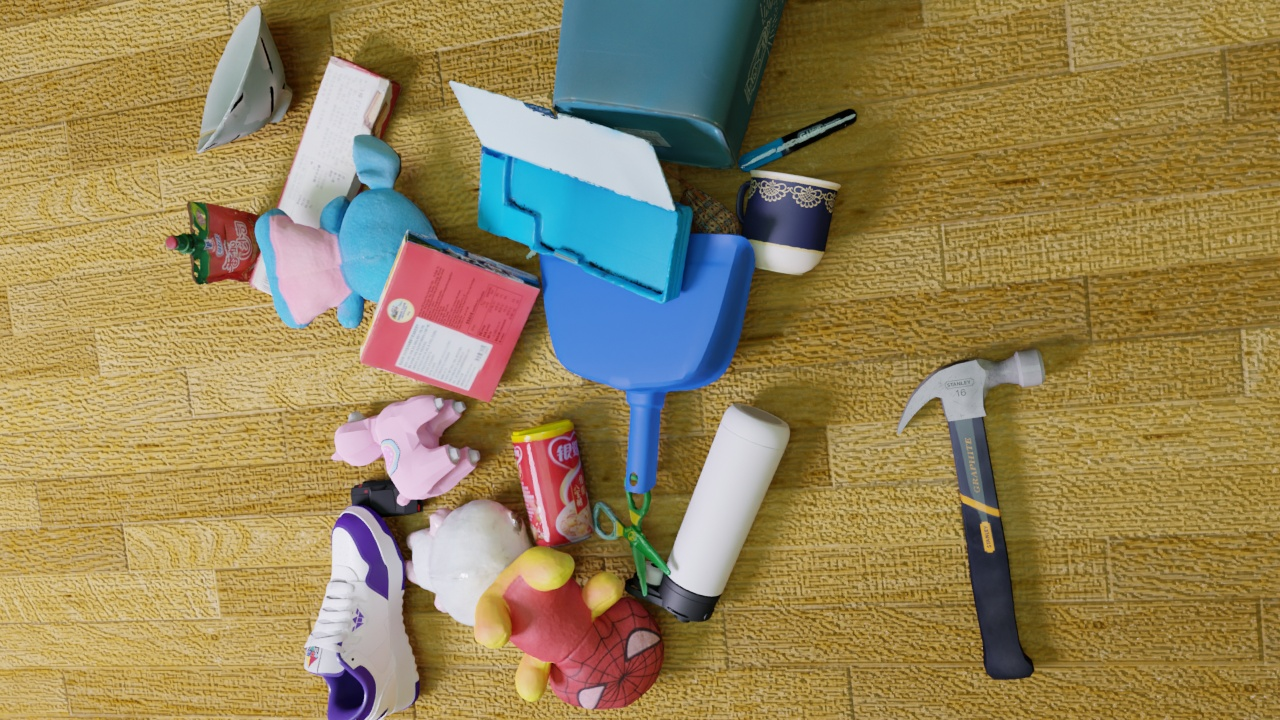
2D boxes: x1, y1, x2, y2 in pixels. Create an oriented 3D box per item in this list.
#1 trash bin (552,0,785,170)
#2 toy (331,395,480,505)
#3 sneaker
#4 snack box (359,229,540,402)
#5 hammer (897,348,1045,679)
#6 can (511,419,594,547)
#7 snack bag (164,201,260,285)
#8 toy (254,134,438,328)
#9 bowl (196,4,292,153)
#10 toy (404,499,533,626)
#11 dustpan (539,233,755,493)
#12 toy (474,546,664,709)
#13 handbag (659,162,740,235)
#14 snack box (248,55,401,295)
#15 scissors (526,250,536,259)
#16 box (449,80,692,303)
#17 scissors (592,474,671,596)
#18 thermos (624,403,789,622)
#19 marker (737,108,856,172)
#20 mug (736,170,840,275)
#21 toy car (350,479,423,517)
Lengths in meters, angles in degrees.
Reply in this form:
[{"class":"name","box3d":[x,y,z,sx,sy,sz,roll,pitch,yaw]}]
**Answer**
[{"class":"trash bin","box3d":[0.028,-0.303,0.816,0.199,0.196,0.218,11,88,13]},{"class":"toy","box3d":[-0.261,0.096,1.003,0.158,0.067,0.123,-23,74,17]},{"class":"sneaker","box3d":[-0.322,0.287,1.007,0.092,0.110,0.244,-6,96,35]},{"class":"snack box","box3d":[-0.197,-0.043,0.948,0.145,0.040,0.143,19,112,-20]},{"class":"hammer","box3d":[0.336,0.153,0.882,0.139,0.035,0.312,-10,93,16]},{"class":"can","box3d":[-0.092,0.129,0.969,0.067,0.066,0.124,-11,93,15]},{"class":"snack bag","box3d":[-0.458,-0.125,0.993,0.044,0.155,0.087,1,95,10]},{"class":"toy","box3d":[-0.309,-0.120,0.972,0.191,0.099,0.224,-11,104,-1]},{"class":"bowl","box3d":[-0.425,-0.295,1.011,0.175,0.067,0.174,-27,54,44]},{"class":"toy","box3d":[-0.192,0.219,0.993,0.180,0.101,0.139,-3,94,38]},{"class":"dustpan","box3d":[-0.006,0.005,0.913,0.246,0.059,0.257,6,93,32]},{"class":"toy","box3d":[-0.064,0.276,0.929,0.147,0.098,0.216,-41,120,5]},{"class":"handbag","box3d":[0.013,-0.161,0.911,0.043,0.094,0.196,-37,75,-28]},{"class":"snack box","box3d":[-0.351,-0.194,1.019,0.076,0.044,0.273,25,101,5]},{"class":"scissors","box3d":[-0.071,-0.135,0.968,0.135,0.016,0.083,-35,88,16]},{"class":"box","box3d":[-0.062,-0.167,0.853,0.244,0.060,0.176,25,140,30]},{"class":"scissors","box3d":[-0.013,0.187,0.954,0.108,0.012,0.131,-25,65,37]},{"class":"thermos","box3d":[0.066,0.153,0.935,0.101,0.068,0.230,26,102,24]},{"class":"marker","box3d":[0.154,-0.217,0.903,0.123,0.015,0.018,-22,88,13]},{"class":"mug","box3d":[0.131,-0.133,0.888,0.112,0.085,0.089,20,104,47]},{"class":"toy car","box3d":[-0.290,0.157,1.037,0.092,0.036,0.042,-7,93,15]}]
